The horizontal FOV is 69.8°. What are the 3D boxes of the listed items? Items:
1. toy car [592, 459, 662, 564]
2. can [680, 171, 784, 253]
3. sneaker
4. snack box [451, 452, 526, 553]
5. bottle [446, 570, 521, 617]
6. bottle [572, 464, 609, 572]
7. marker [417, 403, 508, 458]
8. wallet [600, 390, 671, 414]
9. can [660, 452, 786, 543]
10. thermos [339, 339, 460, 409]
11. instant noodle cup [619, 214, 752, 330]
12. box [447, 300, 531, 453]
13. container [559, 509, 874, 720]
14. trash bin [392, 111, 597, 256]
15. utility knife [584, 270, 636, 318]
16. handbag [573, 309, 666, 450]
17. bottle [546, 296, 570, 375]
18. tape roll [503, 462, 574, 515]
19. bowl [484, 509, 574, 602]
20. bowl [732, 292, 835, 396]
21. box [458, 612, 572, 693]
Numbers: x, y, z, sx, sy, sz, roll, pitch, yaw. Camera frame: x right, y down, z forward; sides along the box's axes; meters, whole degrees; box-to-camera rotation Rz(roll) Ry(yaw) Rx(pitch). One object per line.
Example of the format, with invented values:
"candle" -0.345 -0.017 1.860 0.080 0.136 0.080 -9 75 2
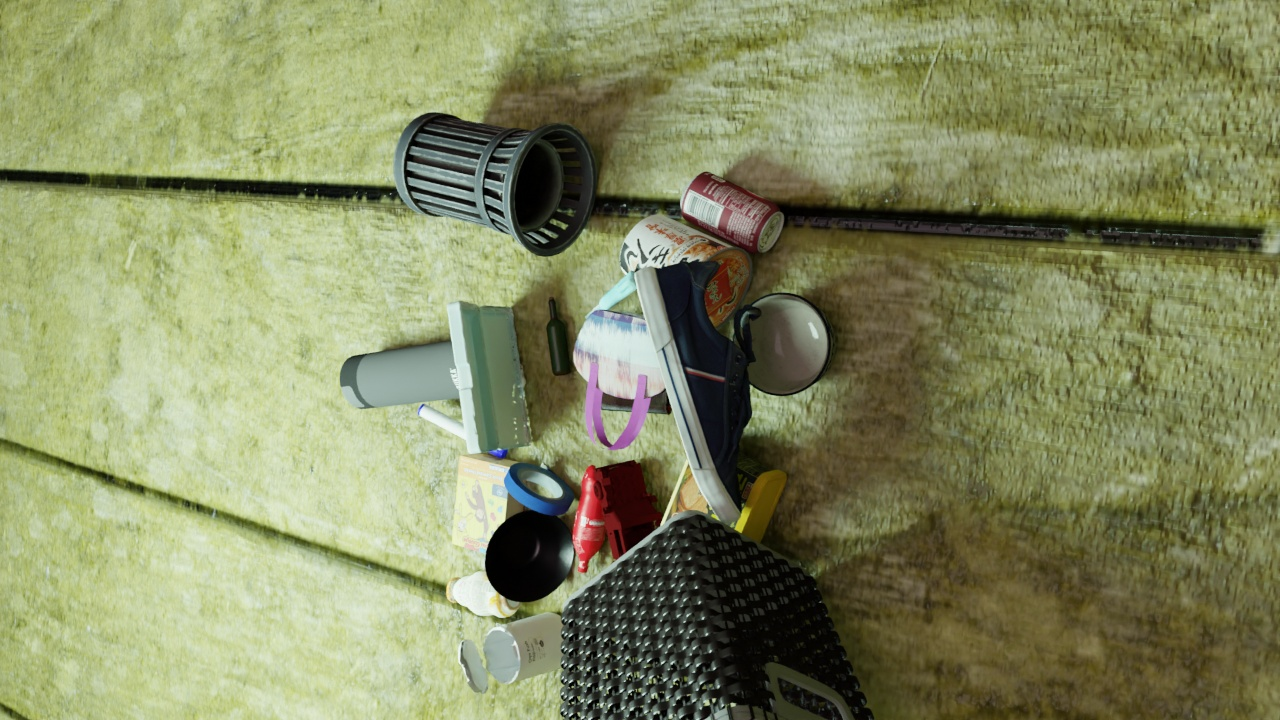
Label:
"toy car" -0.008 0.210 1.137 0.062 0.070 0.169 153 105 -65
"can" 0.106 -0.173 1.076 0.114 0.063 0.063 32 106 26
"sneaker" 0.089 0.030 0.987 0.127 0.120 0.294 -14 100 3
"snack box" -0.210 0.200 1.278 0.088 0.040 0.126 9 95 29
"bottle" -0.217 0.322 1.273 0.109 0.063 0.063 -4 89 30
"bottle" -0.064 0.207 1.194 0.042 0.041 0.141 14 99 29
"marker" -0.251 0.099 1.294 0.141 0.020 0.020 25 104 14
"wallet" -0.007 0.007 1.166 0.099 0.031 0.120 2 91 27
"can" 0.096 0.170 1.086 0.101 0.072 0.131 28 104 29
"thermos" -0.318 0.020 1.312 0.241 0.082 0.082 -7 87 30
"instant noodle cup" 0.046 -0.107 1.089 0.122 0.123 0.124 40 110 33
"box" -0.202 0.022 1.214 0.043 0.135 0.197 -10 86 24
"container" 0.070 0.343 0.960 0.246 0.247 0.243 -42 34 24
"trash bin" -0.197 -0.240 1.198 0.228 0.164 0.164 18 100 32
"utility knife" -0.041 -0.074 1.141 0.169 0.015 0.022 -32 79 62
"handbag" -0.023 0.027 1.127 0.145 0.068 0.170 14 97 25
"bottle" -0.112 -0.033 1.226 0.025 0.025 0.106 -10 86 29
"tape roll" -0.133 0.168 1.203 0.091 0.093 0.016 39 109 29
"bowl" -0.156 0.255 1.227 0.052 0.124 0.124 12 98 63
"bowl" 0.170 -0.018 1.045 0.116 0.059 0.115 1 91 30
"box" -0.169 0.382 1.194 0.092 0.160 0.081 -22 75 39
